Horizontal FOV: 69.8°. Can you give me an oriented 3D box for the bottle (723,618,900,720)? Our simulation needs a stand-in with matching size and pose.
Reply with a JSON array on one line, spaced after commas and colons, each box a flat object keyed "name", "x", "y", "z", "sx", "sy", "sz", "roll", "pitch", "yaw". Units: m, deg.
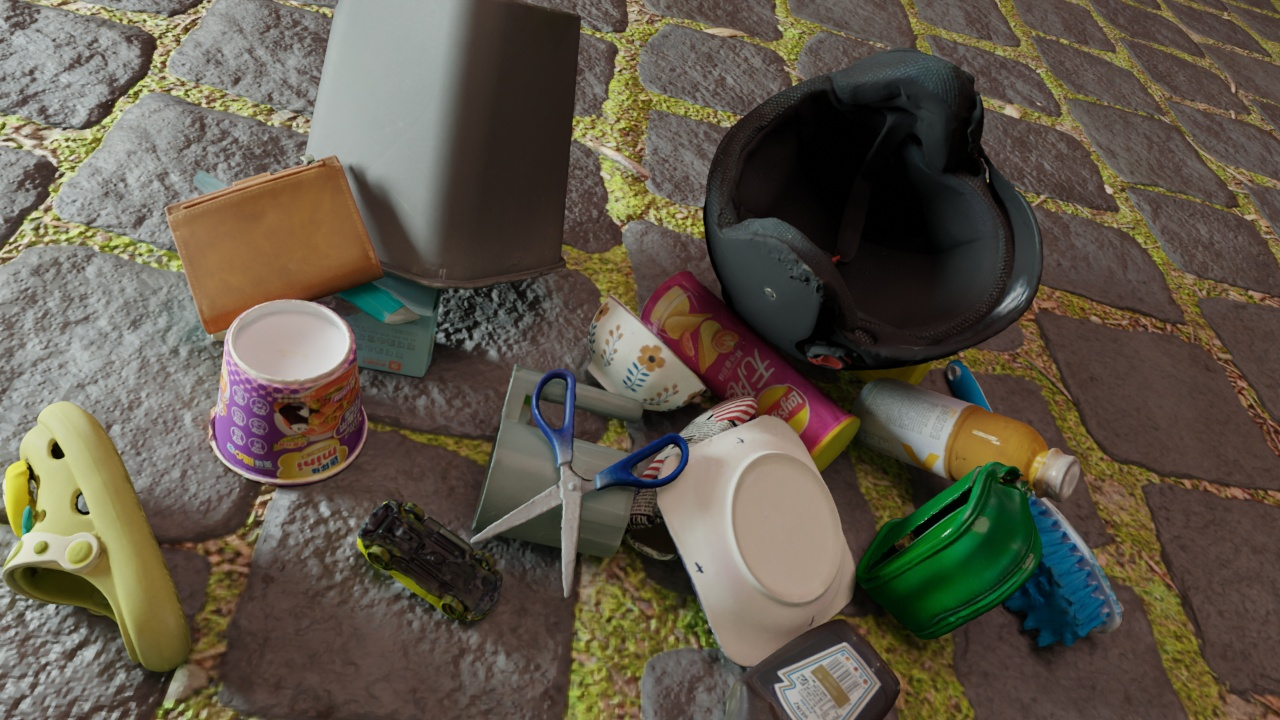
[{"name": "bottle", "x": 0.086, "y": 0.244, "z": 0.602, "sx": 0.194, "sy": 0.044, "sz": 0.080, "roll": -22, "pitch": 57, "yaw": -35}]

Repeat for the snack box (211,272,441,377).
[{"name": "snack box", "x": -0.250, "y": -0.042, "z": 0.734, "sx": 0.174, "sy": 0.074, "sz": 0.051, "roll": 11, "pitch": 44, "yaw": -10}]

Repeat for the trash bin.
[{"name": "trash bin", "x": -0.159, "y": -0.195, "z": 0.765, "sx": 0.199, "sy": 0.220, "sz": 0.198, "roll": 21, "pitch": 20, "yaw": 23}]

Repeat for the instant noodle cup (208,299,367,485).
[{"name": "instant noodle cup", "x": -0.250, "y": 0.018, "z": 0.657, "sx": 0.111, "sy": 0.099, "sz": 0.111, "roll": 11, "pitch": 46, "yaw": -12}]

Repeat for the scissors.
[{"name": "scissors", "x": -0.041, "y": 0.076, "z": 0.625, "sx": 0.175, "sy": 0.012, "sz": 0.162, "roll": -11, "pitch": 61, "yaw": -24}]

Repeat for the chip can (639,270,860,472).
[{"name": "chip can", "x": 0.093, "y": 0.009, "z": 0.817, "sx": 0.071, "sy": 0.072, "sz": 0.210, "roll": -26, "pitch": 60, "yaw": -38}]

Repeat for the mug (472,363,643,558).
[{"name": "mug", "x": -0.058, "y": 0.075, "z": 0.670, "sx": 0.103, "sy": 0.084, "sz": 0.123, "roll": 16, "pitch": 78, "yaw": -9}]

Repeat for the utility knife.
[{"name": "utility knife", "x": -0.262, "y": -0.087, "z": 0.707, "sx": 0.221, "sy": 0.013, "sz": 0.029, "roll": 35, "pitch": 48, "yaw": 10}]

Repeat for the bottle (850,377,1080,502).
[{"name": "bottle", "x": 0.271, "y": 0.069, "z": 0.779, "sx": 0.067, "sy": 0.068, "sz": 0.190, "roll": -23, "pitch": 31, "yaw": -37}]

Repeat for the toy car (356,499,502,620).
[{"name": "toy car", "x": -0.144, "y": 0.139, "z": 0.627, "sx": 0.105, "sy": 0.032, "sz": 0.048, "roll": 35, "pitch": 43, "yaw": -2}]

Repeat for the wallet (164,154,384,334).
[{"name": "wallet", "x": -0.271, "y": -0.094, "z": 0.675, "sx": 0.130, "sy": 0.035, "sz": 0.119, "roll": -21, "pitch": 77, "yaw": -12}]

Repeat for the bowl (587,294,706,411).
[{"name": "bowl", "x": -0.005, "y": 0.005, "z": 0.776, "sx": 0.062, "sy": 0.113, "sz": 0.113, "roll": -46, "pitch": 68, "yaw": -1}]

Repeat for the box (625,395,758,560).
[{"name": "box", "x": 0.039, "y": 0.078, "z": 0.720, "sx": 0.075, "sy": 0.081, "sz": 0.163, "roll": 14, "pitch": 43, "yaw": 34}]

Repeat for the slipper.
[{"name": "slipper", "x": -0.334, "y": 0.109, "z": 0.544, "sx": 0.081, "sy": 0.092, "sz": 0.190, "roll": -23, "pitch": 62, "yaw": -34}]

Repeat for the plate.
[{"name": "plate", "x": 0.099, "y": 0.126, "z": 0.679, "sx": 0.163, "sy": 0.034, "sz": 0.163, "roll": -20, "pitch": 84, "yaw": -40}]

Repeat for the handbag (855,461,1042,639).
[{"name": "handbag", "x": 0.238, "y": 0.141, "z": 0.701, "sx": 0.068, "sy": 0.132, "sz": 0.119, "roll": 44, "pitch": 39, "yaw": 2}]

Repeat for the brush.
[{"name": "brush", "x": 0.323, "y": 0.110, "z": 0.825, "sx": 0.109, "sy": 0.061, "sz": 0.314, "roll": 2, "pitch": 44, "yaw": -27}]

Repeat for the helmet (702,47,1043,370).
[{"name": "helmet", "x": 0.182, "y": -0.103, "z": 0.768, "sx": 0.275, "sy": 0.230, "sz": 0.233, "roll": 36, "pitch": 75, "yaw": 8}]

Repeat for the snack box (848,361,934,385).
[{"name": "snack box", "x": 0.252, "y": -0.024, "z": 0.901, "sx": 0.082, "sy": 0.091, "sz": 0.079, "roll": 31, "pitch": 38, "yaw": 10}]
